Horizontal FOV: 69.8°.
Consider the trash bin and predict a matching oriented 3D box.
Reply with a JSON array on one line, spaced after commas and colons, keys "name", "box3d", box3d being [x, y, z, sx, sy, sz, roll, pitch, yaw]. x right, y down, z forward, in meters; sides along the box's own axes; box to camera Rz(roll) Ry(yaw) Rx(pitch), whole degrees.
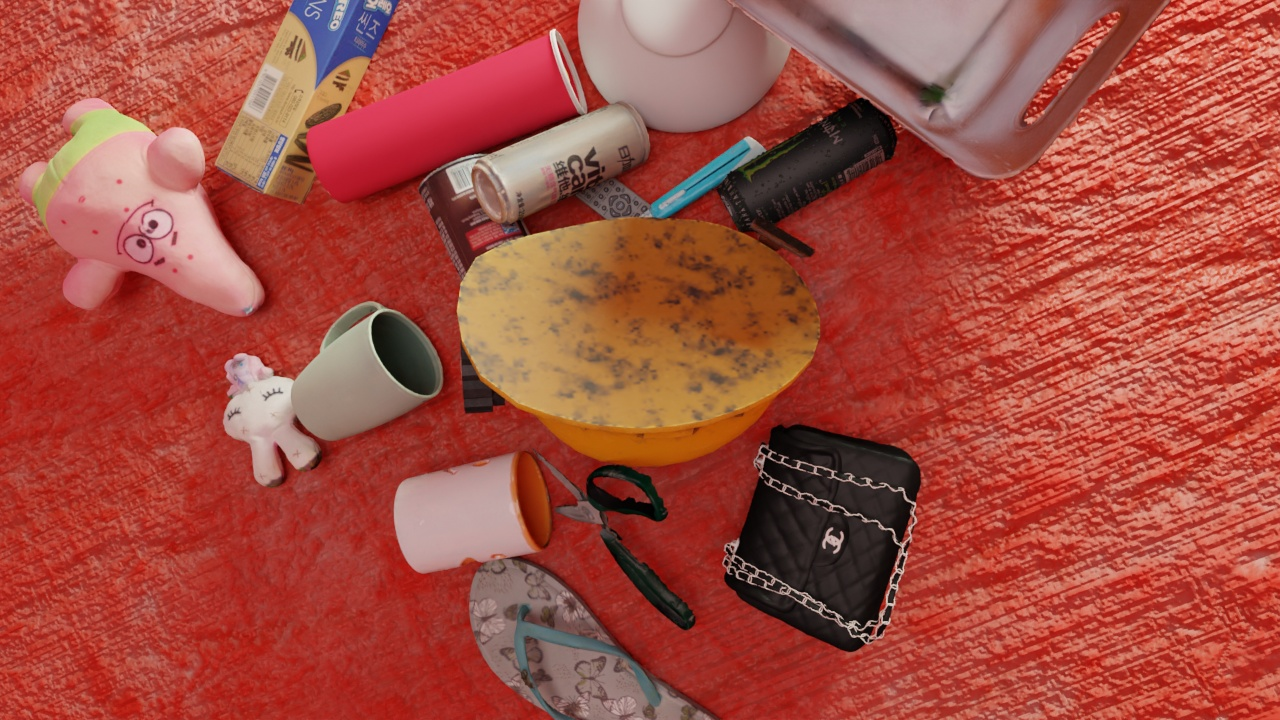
[{"name": "trash bin", "box3d": [0.183, -0.267, 0.609, 0.259, 0.157, 0.182, 30, 112, -12]}]

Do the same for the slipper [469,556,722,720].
[{"name": "slipper", "box3d": [-0.042, 0.270, 0.750, 0.269, 0.054, 0.098, 39, 99, 5]}]

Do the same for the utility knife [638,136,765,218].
[{"name": "utility knife", "box3d": [0.024, -0.124, 0.742, 0.176, 0.015, 0.022, -35, 77, 2]}]

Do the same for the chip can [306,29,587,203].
[{"name": "chip can", "box3d": [-0.159, -0.197, 0.752, 0.221, 0.069, 0.069, -18, 88, 9]}]

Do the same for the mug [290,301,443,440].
[{"name": "mug", "box3d": [-0.234, 0.005, 0.769, 0.104, 0.084, 0.111, -29, 58, 20]}]

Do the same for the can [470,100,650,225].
[{"name": "can", "box3d": [-0.062, -0.154, 0.714, 0.135, 0.054, 0.054, -29, 86, -23]}]

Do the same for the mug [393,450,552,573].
[{"name": "mug", "box3d": [-0.134, 0.124, 0.747, 0.105, 0.082, 0.082, -14, 89, 10]}]

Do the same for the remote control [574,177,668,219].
[{"name": "remote control", "box3d": [-0.012, -0.124, 0.757, 0.136, 0.013, 0.033, 38, 94, 6]}]

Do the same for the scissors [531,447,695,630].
[{"name": "scissors", "box3d": [-0.004, 0.139, 0.697, 0.015, 0.202, 0.203, -45, 103, -24]}]

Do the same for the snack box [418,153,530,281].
[{"name": "snack box", "box3d": [-0.124, -0.098, 0.748, 0.072, 0.072, 0.121, -26, 86, 8]}]

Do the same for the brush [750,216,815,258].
[{"name": "brush", "box3d": [0.098, -0.089, 0.675, 0.045, 0.143, 0.008, 31, 96, -1]}]

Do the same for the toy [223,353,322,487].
[{"name": "toy", "box3d": [-0.327, 0.050, 0.800, 0.079, 0.038, 0.122, -30, 84, 15]}]

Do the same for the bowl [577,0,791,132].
[{"name": "bowl", "box3d": [0.032, -0.274, 0.721, 0.177, 0.066, 0.176, 0, 91, 9]}]

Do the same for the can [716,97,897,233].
[{"name": "can", "box3d": [0.129, -0.150, 0.714, 0.138, 0.054, 0.054, -29, 86, 8]}]

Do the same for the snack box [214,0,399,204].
[{"name": "snack box", "box3d": [-0.279, -0.238, 0.777, 0.057, 0.056, 0.207, 30, 96, 9]}]

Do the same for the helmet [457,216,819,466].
[{"name": "helmet", "box3d": [-0.004, 0.004, 0.688, 0.255, 0.132, 0.205, -3, 48, -8]}]

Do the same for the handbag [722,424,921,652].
[{"name": "handbag", "box3d": [0.133, 0.130, 0.689, 0.125, 0.114, 0.154, 18, 97, 11]}]

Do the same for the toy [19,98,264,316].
[{"name": "toy", "box3d": [-0.424, -0.117, 0.787, 0.236, 0.096, 0.192, 40, 105, -1]}]
